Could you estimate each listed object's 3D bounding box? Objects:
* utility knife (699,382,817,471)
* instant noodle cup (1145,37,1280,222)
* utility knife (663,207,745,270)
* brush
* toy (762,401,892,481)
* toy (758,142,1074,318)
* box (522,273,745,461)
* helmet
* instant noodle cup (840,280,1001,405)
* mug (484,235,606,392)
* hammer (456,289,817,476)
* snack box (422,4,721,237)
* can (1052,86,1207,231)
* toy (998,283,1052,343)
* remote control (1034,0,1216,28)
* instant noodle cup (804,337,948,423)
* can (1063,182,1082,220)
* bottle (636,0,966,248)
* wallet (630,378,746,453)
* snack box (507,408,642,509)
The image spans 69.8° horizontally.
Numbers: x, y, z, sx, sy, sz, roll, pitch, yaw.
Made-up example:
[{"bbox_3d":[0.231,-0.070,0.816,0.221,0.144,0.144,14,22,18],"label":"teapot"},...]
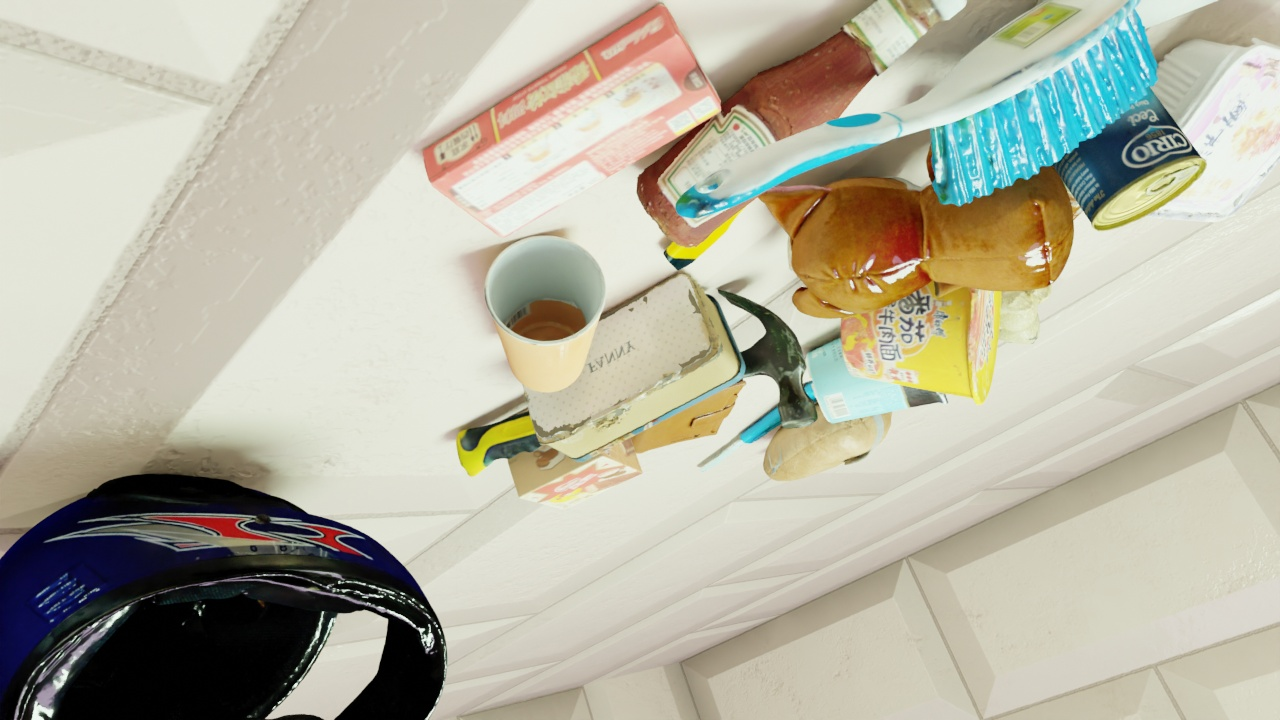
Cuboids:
[{"bbox_3d":[0.144,0.087,1.126,0.034,0.018,0.237,-2,152,-40],"label":"utility knife"},{"bbox_3d":[0.429,-0.178,0.696,0.173,0.060,0.138,-2,132,-33],"label":"instant noodle cup"},{"bbox_3d":[0.066,-0.114,0.626,0.033,0.015,0.164,-6,152,-43],"label":"utility knife"},{"bbox_3d":[0.163,-0.128,0.511,0.314,0.060,0.109,-34,133,-8],"label":"brush"},{"bbox_3d":[0.207,0.102,1.120,0.143,0.082,0.227,-19,169,-34],"label":"toy"},{"bbox_3d":[0.191,-0.095,0.643,0.200,0.130,0.140,-14,122,19],"label":"toy"},{"bbox_3d":[-0.004,0.004,0.734,0.184,0.089,0.061,-26,150,15],"label":"box"},{"bbox_3d":[-0.334,0.209,0.714,0.314,0.247,0.241,4,-170,-32],"label":"helmet"},{"bbox_3d":[0.235,-0.037,0.767,0.110,0.138,0.138,5,169,28],"label":"instant noodle cup"},{"bbox_3d":[-0.067,-0.024,0.645,0.078,0.078,0.123,-16,161,-12],"label":"mug"},{"bbox_3d":[-0.017,0.034,0.791,0.324,0.126,0.032,-18,161,19],"label":"hammer"},{"bbox_3d":[-0.036,-0.126,0.503,0.153,0.025,0.075,-27,155,15],"label":"snack box"},{"bbox_3d":[0.314,-0.154,0.622,0.075,0.111,0.075,-19,158,-8],"label":"can"},{"bbox_3d":[0.398,-0.055,0.963,0.105,0.066,0.157,-42,162,5],"label":"toy"},{"bbox_3d":[0.308,-0.227,0.572,0.135,0.019,0.056,-21,156,3],"label":"remote control"},{"bbox_3d":[0.237,0.010,0.939,0.121,0.111,0.111,-19,158,18],"label":"instant noodle cup"},{"bbox_3d":[0.324,-0.117,0.776,0.057,0.058,0.148,-12,155,-19],"label":"can"},{"bbox_3d":[0.089,-0.146,0.525,0.206,0.059,0.059,-37,152,21],"label":"bottle"},{"bbox_3d":[0.046,0.055,0.961,0.107,0.031,0.132,-11,156,-17],"label":"wallet"},{"bbox_3d":[-0.066,0.085,0.872,0.093,0.077,0.094,-27,156,14],"label":"snack box"}]
